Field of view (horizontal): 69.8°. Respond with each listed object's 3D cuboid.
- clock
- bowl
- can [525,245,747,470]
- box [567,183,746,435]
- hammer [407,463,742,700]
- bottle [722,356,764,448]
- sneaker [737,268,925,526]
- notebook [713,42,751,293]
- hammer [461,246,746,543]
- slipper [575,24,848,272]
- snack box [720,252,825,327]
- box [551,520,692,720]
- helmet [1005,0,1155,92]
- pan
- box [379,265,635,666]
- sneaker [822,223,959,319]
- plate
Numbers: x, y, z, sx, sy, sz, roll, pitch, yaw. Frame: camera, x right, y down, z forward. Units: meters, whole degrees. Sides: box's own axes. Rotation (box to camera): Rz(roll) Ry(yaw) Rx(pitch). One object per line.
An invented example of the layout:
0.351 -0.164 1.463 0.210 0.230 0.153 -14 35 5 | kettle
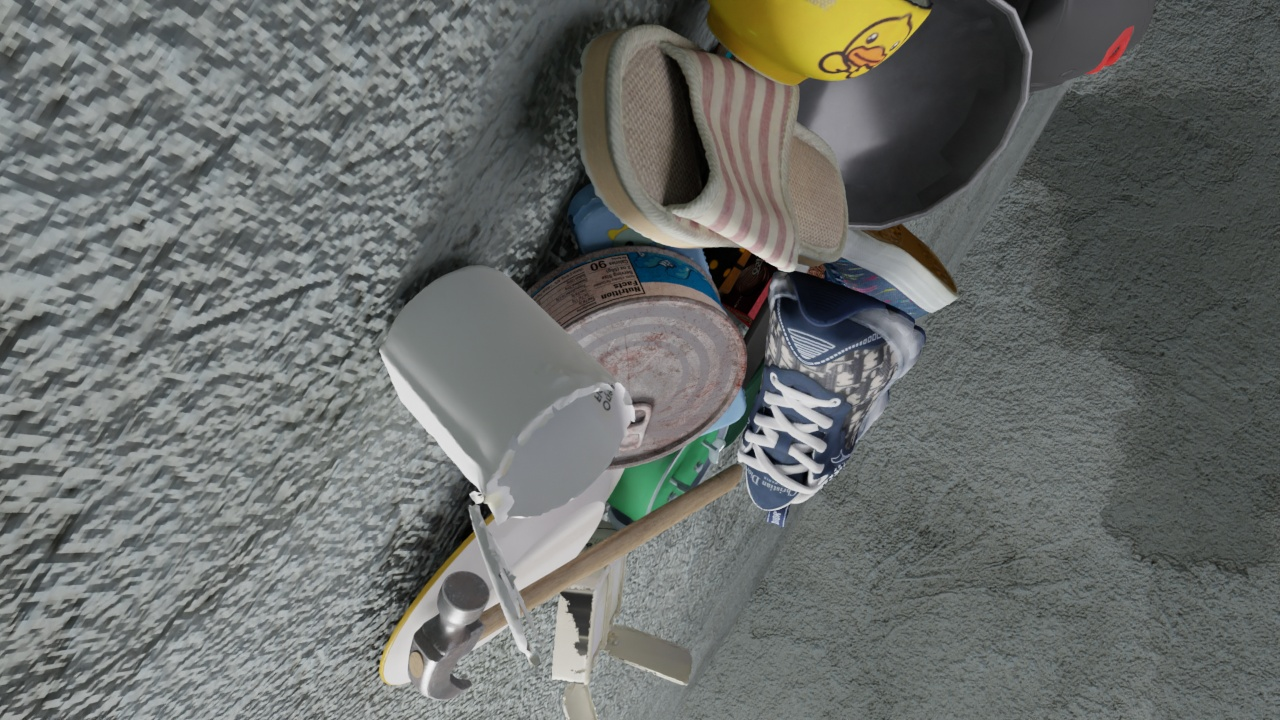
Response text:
0.021 0.094 0.789 0.121 0.075 0.162 -44 157 -34 | clock
0.074 -0.178 0.444 0.068 0.117 0.117 -52 168 34 | bowl
-0.010 0.002 0.505 0.130 0.044 0.130 -12 137 -11 | can
0.017 -0.020 0.541 0.066 0.049 0.210 -35 136 -12 | box
-0.027 0.132 0.641 0.330 0.031 0.120 -23 148 -49 | hammer
0.072 0.040 0.858 0.061 0.061 0.131 -48 159 -34 | bottle
0.113 0.039 0.627 0.132 0.103 0.269 -62 163 -14 | sneaker
0.060 -0.126 0.639 0.178 0.014 0.249 -61 161 8 | notebook
-0.004 0.004 0.619 0.321 0.036 0.123 -54 162 11 | hammer
0.062 -0.100 0.482 0.262 0.052 0.115 3 81 -56 | slipper
0.158 -0.070 0.845 0.152 0.036 0.132 35 87 -46 | snack box
-0.017 0.236 0.785 0.145 0.095 0.185 -50 126 -75 | box
0.294 -0.295 0.725 0.170 0.164 0.264 -17 176 11 | helmet
0.133 -0.106 0.662 0.178 0.041 0.358 8 129 -22 | pan
-0.055 0.039 0.391 0.112 0.162 0.085 -34 147 -26 | box
0.185 -0.091 0.791 0.079 0.087 0.235 -37 140 29 | sneaker
-0.082 0.143 0.637 0.229 0.021 0.230 -43 163 -17 | plate
